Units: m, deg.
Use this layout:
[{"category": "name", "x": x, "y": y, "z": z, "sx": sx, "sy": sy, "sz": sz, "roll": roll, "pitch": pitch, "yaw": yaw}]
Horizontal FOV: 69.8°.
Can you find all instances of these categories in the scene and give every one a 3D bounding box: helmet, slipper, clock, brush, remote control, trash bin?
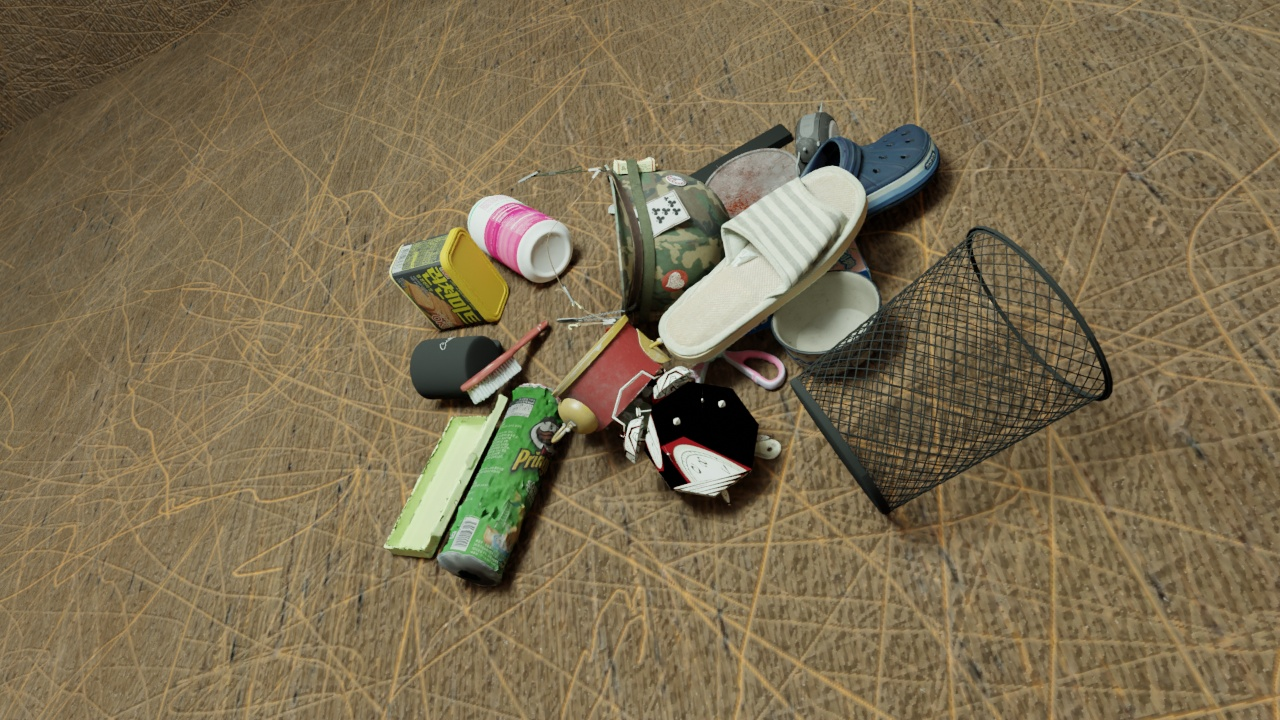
[{"category": "helmet", "x": -0.012, "y": -0.137, "z": 1.077, "sx": 0.236, "sy": 0.193, "sz": 0.223, "roll": -2, "pitch": 10, "yaw": 17}, {"category": "slipper", "x": 0.127, "y": -0.105, "z": 0.980, "sx": 0.272, "sy": 0.054, "sz": 0.114, "roll": -45, "pitch": 58, "yaw": 1}, {"category": "slipper", "x": 0.236, "y": -0.208, "z": 1.058, "sx": 0.252, "sy": 0.095, "sz": 0.105, "roll": -33, "pitch": 21, "yaw": -10}, {"category": "clock", "x": 0.043, "y": 0.068, "z": 0.909, "sx": 0.155, "sy": 0.065, "sz": 0.114, "roll": 32, "pitch": 83, "yaw": 10}, {"category": "clock", "x": -0.038, "y": 0.033, "z": 0.992, "sx": 0.158, "sy": 0.081, "sz": 0.117, "roll": -48, "pitch": 5, "yaw": -5}, {"category": "brush", "x": -0.160, "y": 0.000, "z": 1.145, "sx": 0.041, "sy": 0.030, "sz": 0.171, "roll": -26, "pitch": 13, "yaw": 40}, {"category": "brush", "x": 0.054, "y": 0.074, "z": 0.990, "sx": 0.218, "sy": 0.012, "sz": 0.033, "roll": 12, "pitch": 58, "yaw": 36}, {"category": "remote control", "x": 0.137, "y": -0.278, "z": 1.262, "sx": 0.150, "sy": 0.013, "sz": 0.034, "roll": -29, "pitch": 43, "yaw": 2}, {"category": "clock", "x": 0.224, "y": -0.258, "z": 1.135, "sx": 0.044, "sy": 0.091, "sz": 0.122, "roll": -5, "pitch": 44, "yaw": 26}, {"category": "trash bin", "x": 0.260, "y": 0.019, "z": 0.808, "sx": 0.210, "sy": 0.184, "sz": 0.184, "roll": -35, "pitch": 42, "yaw": 5}]

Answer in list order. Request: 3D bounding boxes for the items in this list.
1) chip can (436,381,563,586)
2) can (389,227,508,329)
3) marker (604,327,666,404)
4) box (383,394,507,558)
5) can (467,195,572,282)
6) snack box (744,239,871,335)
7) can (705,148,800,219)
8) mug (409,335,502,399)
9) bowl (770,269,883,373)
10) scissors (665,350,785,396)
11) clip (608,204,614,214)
[{"category": "chip can", "x": -0.145, "y": 0.134, "z": 1.004, "sx": 0.076, "sy": 0.075, "sz": 0.222, "roll": 0, "pitch": 52, "yaw": 30}, {"category": "can", "x": -0.261, "y": -0.108, "z": 1.252, "sx": 0.101, "sy": 0.131, "sz": 0.072, "roll": -9, "pitch": 47, "yaw": 26}, {"category": "marker", "x": -0.006, "y": 0.006, "z": 1.079, "sx": 0.023, "sy": 0.021, "sz": 0.145, "roll": -51, "pitch": 41, "yaw": 12}, {"category": "box", "x": -0.215, "y": 0.136, "z": 1.056, "sx": 0.141, "sy": 0.048, "sz": 0.187, "roll": -29, "pitch": 32, "yaw": 48}, {"category": "can", "x": -0.171, "y": -0.174, "z": 1.290, "sx": 0.088, "sy": 0.088, "sz": 0.166, "roll": -44, "pitch": 44, "yaw": -13}, {"category": "snack box", "x": 0.178, "y": -0.090, "z": 1.046, "sx": 0.154, "sy": 0.033, "sz": 0.087, "roll": -20, "pitch": 39, "yaw": 12}, {"category": "can", "x": 0.146, "y": -0.212, "z": 1.173, "sx": 0.130, "sy": 0.044, "sz": 0.129, "roll": -16, "pitch": 45, "yaw": 17}, {"category": "mug", "x": -0.226, "y": 0.002, "z": 1.178, "sx": 0.088, "sy": 0.078, "sz": 0.113, "roll": -3, "pitch": 24, "yaw": 28}, {"category": "bowl", "x": 0.201, "y": -0.033, "z": 0.966, "sx": 0.116, "sy": 0.059, "sz": 0.115, "roll": -16, "pitch": 45, "yaw": 17}, {"category": "scissors", "x": 0.077, "y": 0.007, "z": 1.029, "sx": 0.167, "sy": 0.014, "sz": 0.170, "roll": -38, "pitch": 44, "yaw": -15}, {"category": "clip", "x": 0.005, "y": -0.224, "z": 1.288, "sx": 0.102, "sy": 0.041, "sz": 0.054, "roll": 13, "pitch": 77, "yaw": 37}]
